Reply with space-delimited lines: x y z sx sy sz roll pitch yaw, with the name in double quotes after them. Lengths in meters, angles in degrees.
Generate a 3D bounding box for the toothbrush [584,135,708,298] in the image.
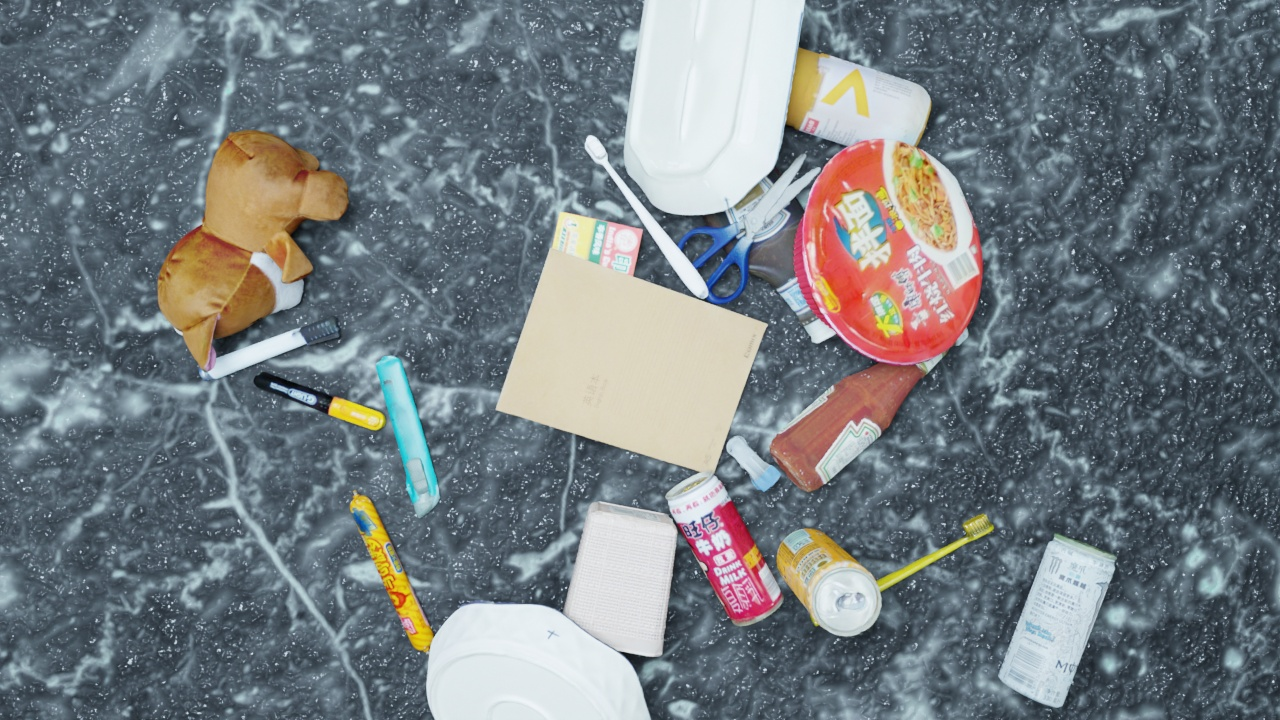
0.006 -0.129 0.824 0.016 0.016 0.180 -36 86 -5 "toothbrush"

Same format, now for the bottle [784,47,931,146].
0.157 -0.234 0.809 0.189 0.068 0.068 18 91 -1 "bottle"

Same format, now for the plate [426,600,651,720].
-0.094 0.297 0.783 0.205 0.045 0.205 8 121 14 "plate"

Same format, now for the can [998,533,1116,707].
0.380 0.236 0.836 0.058 0.058 0.146 20 91 -2 "can"

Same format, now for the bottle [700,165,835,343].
0.119 -0.105 0.826 0.080 0.044 0.195 -34 93 2 "bottle"

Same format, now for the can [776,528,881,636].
0.158 0.186 0.784 0.058 0.146 0.058 0 91 -2 "can"

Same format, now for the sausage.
-0.226 0.193 0.836 0.021 0.021 0.165 -25 92 -1 "sausage"

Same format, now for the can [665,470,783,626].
0.075 0.168 0.826 0.053 0.053 0.133 -29 94 -1 "can"

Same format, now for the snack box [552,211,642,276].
-0.052 -0.050 0.830 0.077 0.027 0.156 12 92 -4 "snack box"

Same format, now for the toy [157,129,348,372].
-0.337 -0.094 0.786 0.130 0.140 0.199 34 93 -44 "toy"

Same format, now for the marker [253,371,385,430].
-0.291 0.037 0.832 0.124 0.015 0.018 20 87 0 "marker"

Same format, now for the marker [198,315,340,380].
-0.334 -0.009 0.828 0.130 0.018 0.022 -21 102 -1 "marker"

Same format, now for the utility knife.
-0.212 0.069 0.836 0.029 0.013 0.151 -16 92 -4 "utility knife"

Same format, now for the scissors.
0.085 -0.121 0.785 0.125 0.012 0.174 28 129 22 "scissors"

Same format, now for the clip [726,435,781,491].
0.101 0.093 0.845 0.027 0.045 0.058 -43 87 1 "clip"

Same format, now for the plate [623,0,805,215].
0.053 -0.258 0.777 0.162 0.034 0.265 11 92 36 "plate"

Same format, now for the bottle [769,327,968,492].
0.208 0.032 0.825 0.206 0.060 0.060 -41 92 -2 "bottle"

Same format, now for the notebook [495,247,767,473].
-0.005 0.005 0.819 0.211 0.012 0.149 18 93 -15 "notebook"

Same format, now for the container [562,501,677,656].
-0.016 0.189 0.810 0.090 0.090 0.111 11 88 -2 "container"

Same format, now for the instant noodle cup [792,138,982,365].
0.204 -0.089 0.796 0.193 0.066 0.193 3 84 -24 "instant noodle cup"

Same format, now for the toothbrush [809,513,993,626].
0.242 0.194 0.852 0.190 0.015 0.016 -29 88 0 "toothbrush"
